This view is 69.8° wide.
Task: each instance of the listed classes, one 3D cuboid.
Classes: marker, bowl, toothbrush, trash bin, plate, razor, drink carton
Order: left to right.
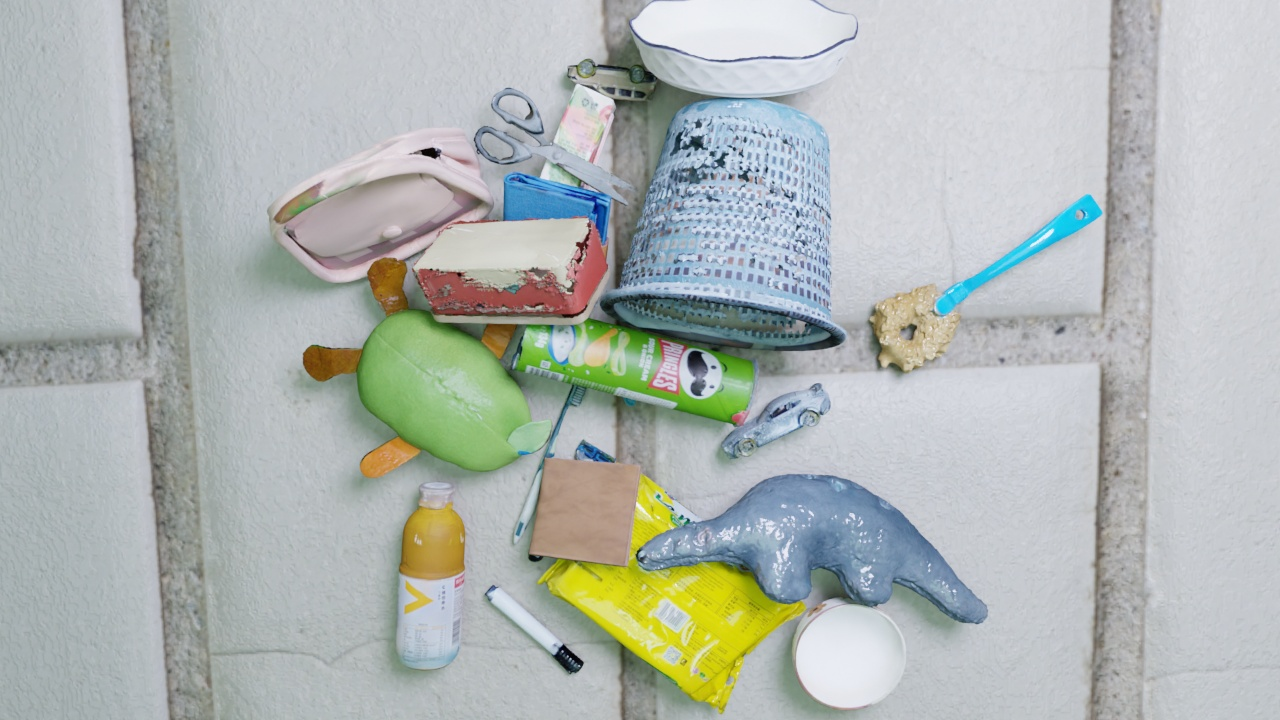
[{"bbox_3d":[-0.115,0.289,0.983,0.130,0.018,0.023,41,105,-1],"label":"marker"},{"bbox_3d":[-0.096,0.107,0.966,0.018,0.016,0.192,20,96,-10],"label":"toothbrush"},{"bbox_3d":[-0.080,0.154,0.966,0.042,0.022,0.143,32,96,2],"label":"razor"},{"bbox_3d":[-0.064,-0.206,0.916,0.045,0.053,0.122,22,97,0],"label":"drink carton"},{"bbox_3d":[0.089,-0.124,0.851,0.226,0.226,0.195,9,83,2],"label":"trash bin"},{"bbox_3d":[0.092,-0.291,0.840,0.205,0.204,0.046,1,127,3],"label":"plate"},{"bbox_3d":[0.208,0.291,0.941,0.113,0.062,0.113,0,100,-2],"label":"bowl"}]

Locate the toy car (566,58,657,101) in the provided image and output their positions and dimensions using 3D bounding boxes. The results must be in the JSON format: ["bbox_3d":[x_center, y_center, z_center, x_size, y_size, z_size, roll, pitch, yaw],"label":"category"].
[{"bbox_3d":[-0.029,-0.280,0.912,0.090,0.042,0.035,9,109,-2],"label":"toy car"}]

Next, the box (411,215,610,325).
[{"bbox_3d":[-0.123,-0.089,0.853,0.168,0.091,0.079,1,133,23],"label":"box"}]

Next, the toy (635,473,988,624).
[{"bbox_3d":[0.172,0.178,0.905,0.356,0.092,0.137,9,63,-9],"label":"toy"}]

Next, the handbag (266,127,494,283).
[{"bbox_3d":[-0.250,-0.149,0.840,0.193,0.234,0.093,-25,92,5],"label":"handbag"}]

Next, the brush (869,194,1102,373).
[{"bbox_3d":[0.337,-0.079,0.905,0.255,0.045,0.083,-36,89,11],"label":"brush"}]

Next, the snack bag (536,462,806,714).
[{"bbox_3d":[0.028,0.238,0.946,0.246,0.068,0.158,37,96,-2],"label":"snack bag"}]

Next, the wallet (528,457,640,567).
[{"bbox_3d":[-0.055,0.150,0.914,0.115,0.020,0.101,2,76,29],"label":"wallet"}]

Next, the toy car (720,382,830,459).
[{"bbox_3d":[0.136,0.061,0.930,0.121,0.054,0.037,-29,96,6],"label":"toy car"}]

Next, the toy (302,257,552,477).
[{"bbox_3d":[-0.208,0.024,0.928,0.246,0.090,0.227,41,84,-5],"label":"toy"}]

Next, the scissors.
[{"bbox_3d":[-0.080,-0.206,0.882,0.173,0.014,0.145,-6,89,18],"label":"scissors"}]

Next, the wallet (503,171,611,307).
[{"bbox_3d":[-0.085,-0.116,0.901,0.106,0.040,0.133,15,135,6],"label":"wallet"}]

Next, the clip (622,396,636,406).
[{"bbox_3d":[-0.019,0.022,0.951,0.014,0.041,0.056,-25,98,3],"label":"clip"}]

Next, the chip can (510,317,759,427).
[{"bbox_3d":[-0.005,0.005,0.903,0.236,0.072,0.072,14,96,-8],"label":"chip can"}]

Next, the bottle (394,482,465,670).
[{"bbox_3d":[-0.218,0.223,0.957,0.068,0.068,0.189,5,95,2],"label":"bottle"}]
